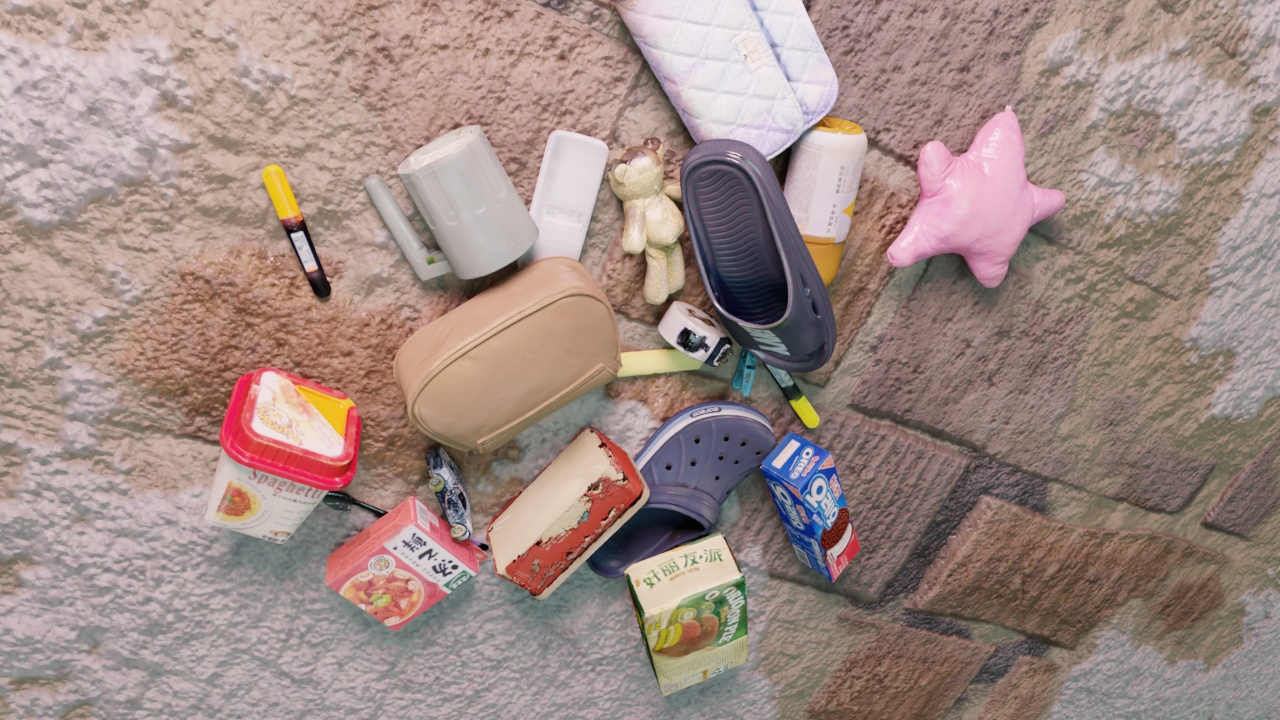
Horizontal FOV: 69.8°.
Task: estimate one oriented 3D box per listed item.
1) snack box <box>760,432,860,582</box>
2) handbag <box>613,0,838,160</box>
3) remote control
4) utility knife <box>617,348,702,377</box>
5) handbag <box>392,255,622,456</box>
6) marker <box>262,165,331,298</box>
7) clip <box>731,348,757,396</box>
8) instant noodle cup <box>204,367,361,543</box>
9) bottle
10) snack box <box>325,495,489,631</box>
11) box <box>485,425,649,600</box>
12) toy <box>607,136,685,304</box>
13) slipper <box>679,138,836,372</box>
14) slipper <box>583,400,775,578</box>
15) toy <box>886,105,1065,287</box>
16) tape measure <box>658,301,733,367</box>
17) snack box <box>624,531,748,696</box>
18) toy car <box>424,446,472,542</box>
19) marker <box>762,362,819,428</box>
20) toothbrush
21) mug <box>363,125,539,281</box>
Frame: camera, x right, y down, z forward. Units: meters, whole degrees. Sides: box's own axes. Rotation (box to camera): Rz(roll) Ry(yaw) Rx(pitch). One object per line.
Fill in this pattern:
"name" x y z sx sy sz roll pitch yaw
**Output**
"snack box" 0.190 0.166 1.015 0.058 0.057 0.208 -45 137 -17
"handbag" 0.076 -0.266 0.779 0.134 0.075 0.194 -35 120 5
"remote control" -0.071 -0.138 0.832 0.055 0.020 0.136 9 114 -21
"utility knife" -0.006 0.005 0.930 0.151 0.018 0.031 -3 121 -14
"handbag" -0.118 -0.004 0.844 0.204 0.099 0.148 -30 137 -1
"marker" -0.292 -0.108 0.784 0.018 0.015 0.124 -17 123 -7
"clip" 0.111 0.008 0.964 0.013 0.038 0.055 8 104 -22
"instant noodle cup" -0.327 0.090 0.826 0.116 0.116 0.124 25 119 -27
"bottle" 0.166 -0.133 0.880 0.068 0.068 0.190 -2 120 -16
"snack box" -0.235 0.215 0.941 0.113 0.044 0.127 -36 126 7
"box" -0.082 0.153 0.938 0.168 0.091 0.079 -45 123 8
"toy" 0.009 -0.124 0.847 0.104 0.066 0.157 -41 132 -33
"slipper" 0.098 -0.072 0.842 0.111 0.083 0.268 -1 134 31
"slipper" 0.036 0.144 0.970 0.253 0.095 0.105 -42 123 9
"toy" 0.346 -0.163 0.919 0.194 0.074 0.179 7 112 -24
"tape measure" 0.052 -0.028 0.900 0.066 0.065 0.034 22 110 -27
"snack box" 0.056 0.289 1.023 0.114 0.063 0.240 -20 141 -7
"toy car" -0.189 0.134 0.921 0.031 0.049 0.106 -18 121 -6
"marker" 0.160 0.028 0.994 0.018 0.015 0.124 -37 118 3
"toothbrush" -0.238 0.168 0.943 0.189 0.016 0.014 26 116 -28
"mug" -0.163 -0.129 0.782 0.124 0.083 0.103 -15 122 19
